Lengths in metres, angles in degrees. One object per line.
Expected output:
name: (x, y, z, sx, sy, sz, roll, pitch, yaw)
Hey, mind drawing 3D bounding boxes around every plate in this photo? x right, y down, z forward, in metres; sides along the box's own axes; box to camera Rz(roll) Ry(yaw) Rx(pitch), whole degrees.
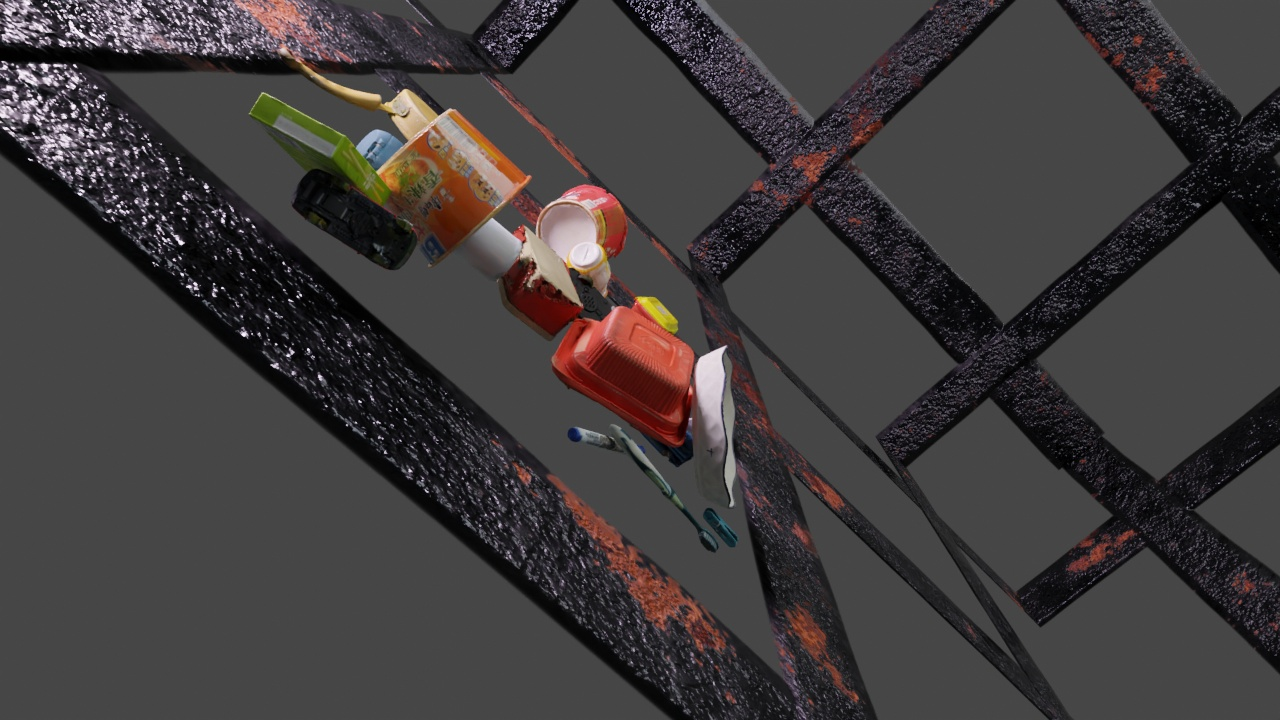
plate: (0.095, 0.084, 1.159, 0.204, 0.045, 0.205, -1, 89, -80)

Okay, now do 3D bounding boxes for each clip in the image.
clip: (0.096, 0.200, 1.102, 0.056, 0.014, 0.041, 46, 12, 3)

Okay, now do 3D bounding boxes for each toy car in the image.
toy car: (-0.268, -0.133, 0.865, 0.120, 0.053, 0.045, 35, -4, -26)
toy car: (-0.067, -0.064, 1.292, 0.156, 0.041, 0.071, 46, 48, -11)

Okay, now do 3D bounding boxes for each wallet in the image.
wallet: (0.021, 0.077, 1.192, 0.133, 0.040, 0.106, 45, 9, 10)

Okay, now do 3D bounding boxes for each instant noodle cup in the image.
instant noodle cup: (-0.209, -0.190, 0.990, 0.111, 0.151, 0.151, 49, 12, -16)
instant noodle cup: (-0.007, 0.006, 1.116, 0.189, 0.079, 0.164, 31, 27, -8)
instant noodle cup: (-0.103, -0.216, 1.505, 0.138, 0.138, 0.108, 47, 21, 2)

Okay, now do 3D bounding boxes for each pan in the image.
pan: (-0.340, -0.332, 1.280, 0.357, 0.078, 0.197, 42, 9, -49)

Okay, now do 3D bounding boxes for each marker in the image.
marker: (-0.036, 0.091, 1.006, 0.017, 0.017, 0.145, 53, 14, 29)

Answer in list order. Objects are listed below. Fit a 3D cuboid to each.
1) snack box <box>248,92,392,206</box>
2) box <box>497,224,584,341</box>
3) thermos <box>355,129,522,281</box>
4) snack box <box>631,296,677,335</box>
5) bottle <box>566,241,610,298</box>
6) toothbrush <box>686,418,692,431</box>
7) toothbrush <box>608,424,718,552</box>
snack box: (-0.296, -0.191, 0.863, 0.086, 0.026, 0.156, 28, -7, 4)
box: (-0.131, -0.110, 1.184, 0.091, 0.079, 0.168, 39, 14, -31)
thermos: (-0.241, -0.184, 1.091, 0.220, 0.070, 0.070, 39, 14, -26)
snack box: (0.006, -0.053, 1.448, 0.082, 0.080, 0.091, 48, 13, 5)
bottle: (-0.078, -0.135, 1.437, 0.063, 0.063, 0.108, 54, -12, 30)
toothbrush: (0.011, 0.034, 1.335, 0.189, 0.029, 0.021, 44, 50, -5)
toothbrush: (0.026, 0.143, 1.012, 0.191, 0.016, 0.018, 50, 23, -12)
